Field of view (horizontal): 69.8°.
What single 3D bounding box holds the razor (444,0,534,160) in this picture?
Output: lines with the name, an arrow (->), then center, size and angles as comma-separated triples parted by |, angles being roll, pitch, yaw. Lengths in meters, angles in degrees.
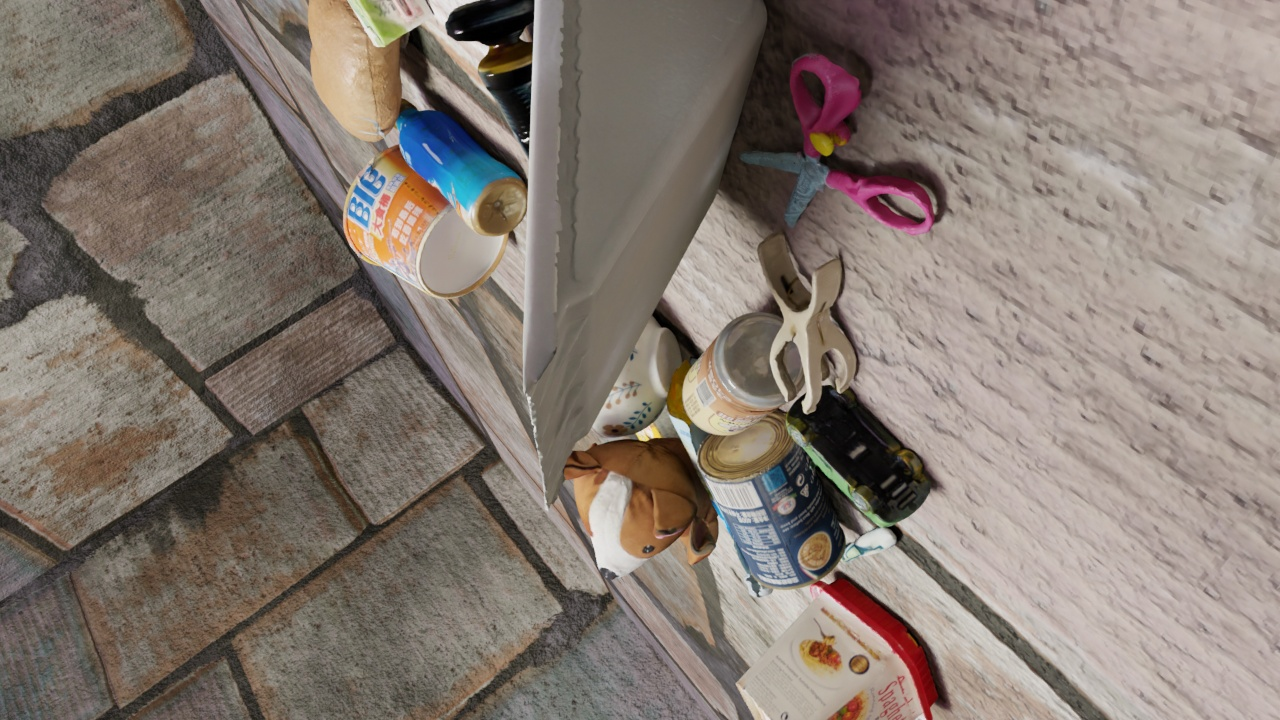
razor -> -0.075, -0.179, 0.627 | 0.167, 0.062, 0.067 | 65, -167, -54

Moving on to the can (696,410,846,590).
can -> 0.094, 0.098, 0.656 | 0.075, 0.075, 0.111 | 30, 151, 58

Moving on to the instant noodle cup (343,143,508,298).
instant noodle cup -> -0.220, -0.143, 0.976 | 0.111, 0.151, 0.151 | 36, 158, 29

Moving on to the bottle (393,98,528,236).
bottle -> -0.188, -0.198, 0.890 | 0.218, 0.065, 0.065 | 45, 163, 35

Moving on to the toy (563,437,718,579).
toy -> 0.000, 0.117, 0.758 | 0.140, 0.130, 0.199 | 19, 173, 14

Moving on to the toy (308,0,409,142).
toy -> -0.278, -0.278, 0.893 | 0.227, 0.082, 0.143 | 128, 127, -61

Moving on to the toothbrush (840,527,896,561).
toothbrush -> 0.154, 0.146, 0.685 | 0.016, 0.018, 0.192 | 50, 165, 12

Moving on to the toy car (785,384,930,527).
toy car -> 0.123, 0.055, 0.530 | 0.091, 0.043, 0.036 | 50, 165, 19

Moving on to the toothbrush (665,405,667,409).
toothbrush -> 0.030, 0.037, 0.832 | 0.029, 0.020, 0.189 | -20, 110, 41

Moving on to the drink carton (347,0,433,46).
drink carton -> -0.223, -0.322, 0.743 | 0.045, 0.053, 0.122 | 32, 154, 55

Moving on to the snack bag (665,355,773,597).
snack bag -> 0.070, 0.096, 0.735 | 0.110, 0.039, 0.191 | -95, -17, -61

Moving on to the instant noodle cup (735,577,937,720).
instant noodle cup -> 0.154, 0.261, 0.734 | 0.117, 0.124, 0.116 | 34, 155, 52

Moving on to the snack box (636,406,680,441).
snack box -> 0.002, 0.036, 0.889 | 0.140, 0.033, 0.087 | 58, 166, -20

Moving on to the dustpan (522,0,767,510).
dustpan -> -0.042, -0.093, 0.433 | 0.142, 0.257, 0.223 | 28, 162, 6

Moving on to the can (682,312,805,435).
can -> 0.064, 0.012, 0.588 | 0.058, 0.058, 0.116 | 53, 166, 7

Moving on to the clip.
clip -> 0.092, -0.018, 0.495 | 0.072, 0.034, 0.100 | 38, 150, 49

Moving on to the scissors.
scissors -> 0.085, -0.080, 0.409 | 0.113, 0.017, 0.134 | 47, 169, 10

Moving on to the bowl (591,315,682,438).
bowl -> -0.004, 0.004, 0.738 | 0.062, 0.113, 0.113 | -7, 129, 25
